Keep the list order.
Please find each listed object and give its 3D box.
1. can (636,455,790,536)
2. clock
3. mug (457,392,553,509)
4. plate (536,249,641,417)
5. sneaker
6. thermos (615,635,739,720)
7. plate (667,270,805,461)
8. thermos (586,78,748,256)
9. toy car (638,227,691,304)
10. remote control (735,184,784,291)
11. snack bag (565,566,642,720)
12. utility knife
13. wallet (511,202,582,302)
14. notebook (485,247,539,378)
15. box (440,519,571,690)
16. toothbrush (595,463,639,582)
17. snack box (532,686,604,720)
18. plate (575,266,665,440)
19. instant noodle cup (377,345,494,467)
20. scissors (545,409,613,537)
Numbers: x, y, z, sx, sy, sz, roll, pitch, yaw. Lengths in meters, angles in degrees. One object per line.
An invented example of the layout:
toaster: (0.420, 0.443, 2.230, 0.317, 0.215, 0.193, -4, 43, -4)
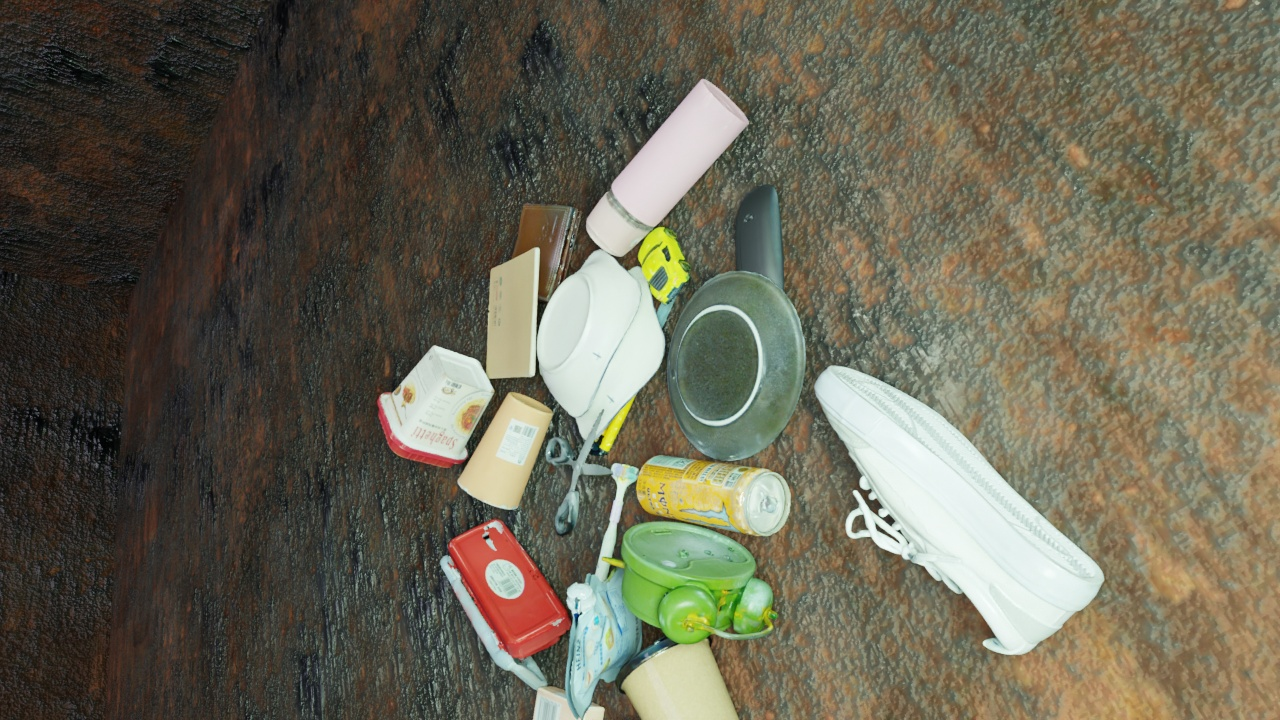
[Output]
can: (0.062, 0.120, 0.827, 0.146, 0.058, 0.058, 1, 79, 50)
clock: (0.047, 0.192, 0.781, 0.161, 0.116, 0.056, 27, 110, 54)
mug: (-0.155, 0.104, 1.082, 0.078, 0.078, 0.123, 33, 100, 50)
plate: (-0.069, -0.036, 0.984, 0.164, 0.034, 0.163, -63, 31, 12)
sneaker: (0.201, 0.102, 0.653, 0.242, 0.089, 0.091, 50, 121, 38)
thermos: (0.042, 0.300, 0.777, 0.093, 0.093, 0.143, -50, 54, 27)
plate: (0.078, 0.004, 0.855, 0.180, 0.024, 0.179, -6, 82, 50)
thermos: (0.027, -0.196, 0.965, 0.067, 0.087, 0.199, 48, 115, 10)
toy car: (0.020, -0.104, 0.963, 0.048, 0.032, 0.105, -51, 34, 26)
remote control: (0.110, -0.106, 0.869, 0.053, 0.024, 0.136, -22, 62, 46)
snack bag: (-0.034, 0.241, 0.810, 0.039, 0.191, 0.110, 7, 83, 13)
utility knife: (-0.006, 0.006, 0.979, 0.033, 0.015, 0.223, 36, 105, 47)
wallet: (-0.123, -0.135, 1.153, 0.101, 0.032, 0.124, 12, 88, 48)
notebook: (-0.159, -0.051, 1.125, 0.208, 0.008, 0.147, 175, 97, -67)
box: (-0.151, 0.279, 1.036, 0.201, 0.095, 0.101, 39, 147, 49)
toothbrush: (-0.036, 0.201, 0.950, 0.020, 0.029, 0.189, 20, -97, -87)
snack box: (-0.083, 0.421, 0.929, 0.085, 0.026, 0.157, -1, 78, 50)
plate: (-0.042, -0.012, 0.995, 0.165, 0.034, 0.163, -49, 38, 31)
instant noodle cup: (-0.262, 0.057, 1.193, 0.124, 0.116, 0.116, -52, 44, 16)
scissors: (-0.068, 0.120, 0.984, 0.181, 0.014, 0.159, -159, 72, -63)
